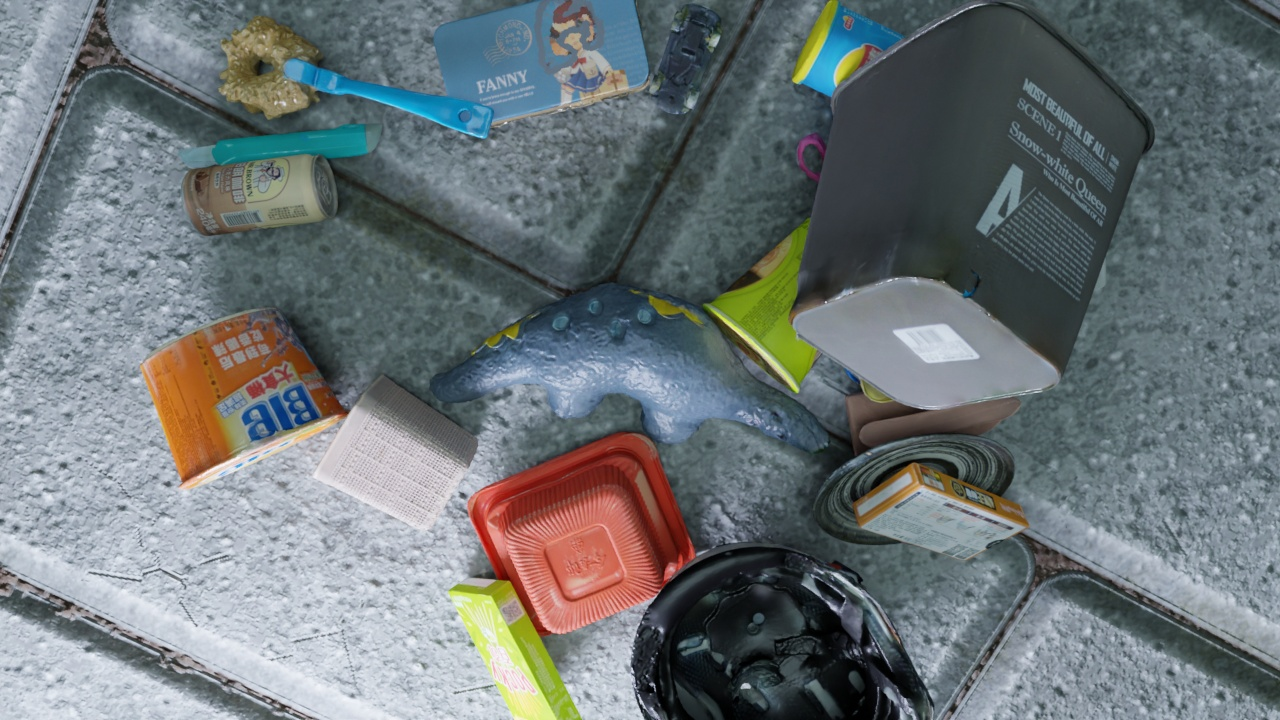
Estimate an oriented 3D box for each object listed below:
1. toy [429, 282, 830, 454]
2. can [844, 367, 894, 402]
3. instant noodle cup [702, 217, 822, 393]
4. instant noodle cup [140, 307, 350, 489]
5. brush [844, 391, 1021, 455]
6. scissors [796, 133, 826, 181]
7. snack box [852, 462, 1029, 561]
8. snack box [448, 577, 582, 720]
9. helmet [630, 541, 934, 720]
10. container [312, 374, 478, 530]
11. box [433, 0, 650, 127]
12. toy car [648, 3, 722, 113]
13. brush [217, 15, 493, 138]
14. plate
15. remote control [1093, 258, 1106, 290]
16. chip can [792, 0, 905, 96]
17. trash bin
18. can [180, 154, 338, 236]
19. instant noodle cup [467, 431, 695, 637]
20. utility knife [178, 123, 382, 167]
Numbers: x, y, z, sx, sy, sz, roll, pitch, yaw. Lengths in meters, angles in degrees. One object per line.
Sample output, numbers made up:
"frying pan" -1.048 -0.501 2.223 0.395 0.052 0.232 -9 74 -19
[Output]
"toy" -0.005 0.005 0.802 0.356 0.091 0.138 10 101 3
"can" 0.233 -0.005 0.805 0.102 0.083 0.057 -11 100 2
"instant noodle cup" 0.135 -0.054 0.791 0.111 0.111 0.123 43 89 -7
"instant noodle cup" -0.343 0.029 0.787 0.151 0.151 0.111 -26 91 5
"brush" 0.260 0.048 0.821 0.146 0.073 0.063 -12 98 3
"scissors" 0.193 -0.147 0.816 0.073 0.017 0.137 -30 104 -4
"snack box" 0.268 0.138 0.815 0.153 0.026 0.075 22 132 -31
"snack box" -0.119 0.278 0.865 0.026 0.086 0.156 -33 104 -38
"helmet" 0.116 0.270 0.823 0.230 0.157 0.274 -44 95 4
"container" -0.214 0.085 0.823 0.111 0.090 0.090 32 99 -8
"box" -0.085 -0.252 0.771 0.184 0.061 0.090 -15 100 1
"toy car" 0.038 -0.256 0.783 0.043 0.034 0.091 18 102 -6
"brush" -0.239 -0.225 0.759 0.255 0.045 0.083 17 93 13
"plate" 0.240 0.111 0.819 0.179 0.024 0.180 -5 140 -5
"remote control" 0.378 -0.133 0.812 0.058 0.021 0.150 -7 101 1
"chip can" 0.237 -0.223 0.770 0.210 0.071 0.071 24 100 -5
"trash bin" 0.232 -0.100 0.676 0.199 0.199 0.219 31 66 -20
"can" -0.328 -0.143 0.793 0.116 0.058 0.058 -8 101 1
"instant noodle cup" -0.050 0.170 0.843 0.189 0.079 0.164 -23 103 0
"utility knife" -0.316 -0.188 0.807 0.182 0.013 0.029 -5 98 0
